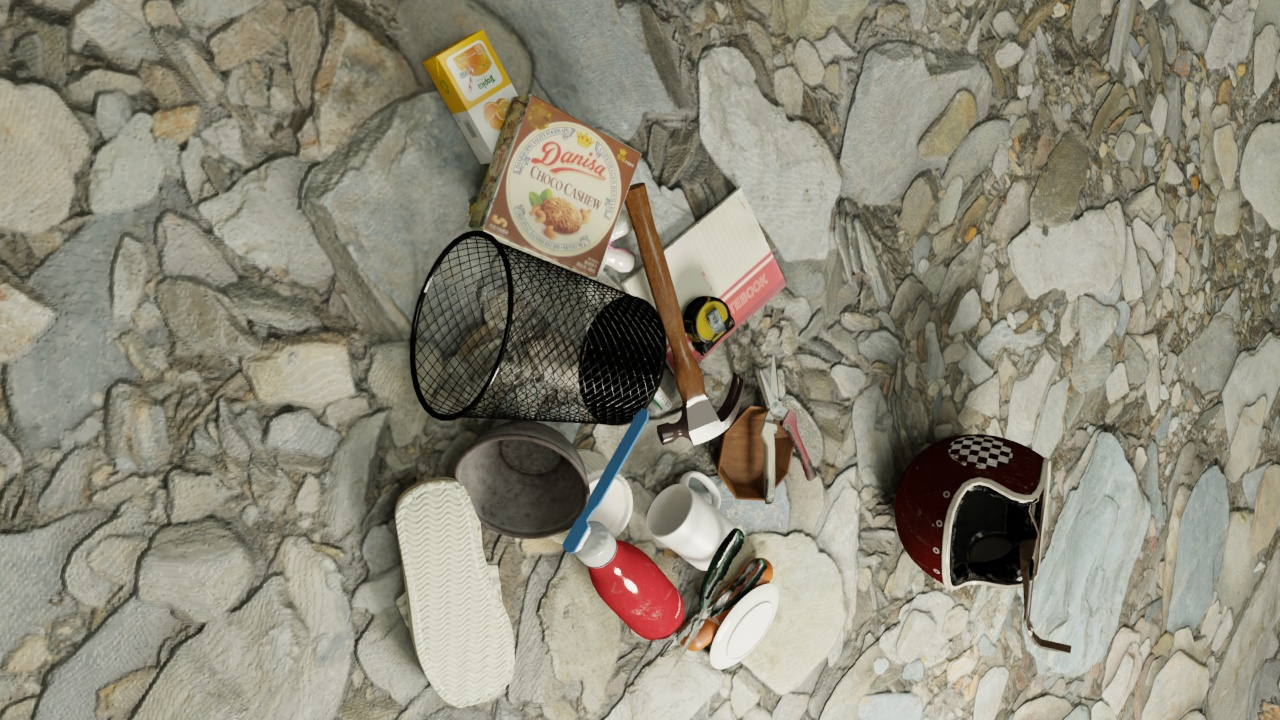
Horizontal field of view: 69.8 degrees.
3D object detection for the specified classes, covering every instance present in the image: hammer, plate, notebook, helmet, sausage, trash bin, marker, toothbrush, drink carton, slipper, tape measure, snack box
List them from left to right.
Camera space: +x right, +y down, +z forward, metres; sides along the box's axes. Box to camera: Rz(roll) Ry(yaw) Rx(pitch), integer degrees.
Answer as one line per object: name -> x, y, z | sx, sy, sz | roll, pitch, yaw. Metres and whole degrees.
slipper -> -0.201, 0.247, 0.981 | 0.114, 0.054, 0.273 | -20, 113, -25
drink carton -> -0.160, -0.264, 0.936 | 0.058, 0.040, 0.122 | -40, 117, -22
trash bin -> -0.097, -0.017, 0.942 | 0.209, 0.184, 0.184 | 12, 90, -40
snack box -> -0.087, -0.178, 0.949 | 0.143, 0.041, 0.147 | 21, 88, -35
toothbrush -> -0.033, 0.125, 0.953 | 0.166, 0.016, 0.014 | -60, 147, -5
marker -> -0.006, 0.006, 1.095 | 0.017, 0.017, 0.145 | -48, 120, -18
hammer -> 0.038, -0.049, 1.066 | 0.115, 0.033, 0.323 | -22, 113, -9
tape measure -> 0.083, -0.048, 1.121 | 0.061, 0.034, 0.061 | -45, 118, -20
notebook -> 0.086, -0.096, 1.143 | 0.208, 0.012, 0.153 | -41, 118, -21
sausage -> 0.115, 0.323, 1.212 | 0.164, 0.039, 0.044 | -38, 126, -24
plate -> 0.144, 0.358, 1.223 | 0.134, 0.011, 0.135 | -27, 134, -33
plate -> 0.147, 0.121, 1.209 | 0.131, 0.025, 0.131 | -6, 101, -33
helmet -> 0.498, 0.231, 1.322 | 0.233, 0.254, 0.234 | -55, 141, -43

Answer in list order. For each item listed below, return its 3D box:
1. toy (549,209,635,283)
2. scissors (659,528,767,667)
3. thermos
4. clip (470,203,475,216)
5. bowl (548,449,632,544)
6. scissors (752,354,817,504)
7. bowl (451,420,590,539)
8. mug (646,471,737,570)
toy -> -0.056, -0.127, 1.029 | 0.122, 0.038, 0.079 | -13, 114, -33
scissors -> 0.089, 0.282, 1.120 | 0.205, 0.015, 0.180 | -38, 143, -30
thermos -> -0.016, 0.249, 1.047 | 0.073, 0.073, 0.240 | -51, 143, -16
clip -> -0.150, -0.155, 0.965 | 0.046, 0.037, 0.053 | -7, 103, -40
bowl -> -0.059, 0.164, 1.057 | 0.115, 0.063, 0.115 | -6, 100, -33
scissors -> 0.184, 0.098, 1.204 | 0.186, 0.015, 0.179 | 28, 82, -32
bowl -> -0.122, 0.117, 0.984 | 0.145, 0.067, 0.145 | 3, 124, 4
mug -> 0.068, 0.193, 1.149 | 0.090, 0.074, 0.110 | 41, 49, -31
